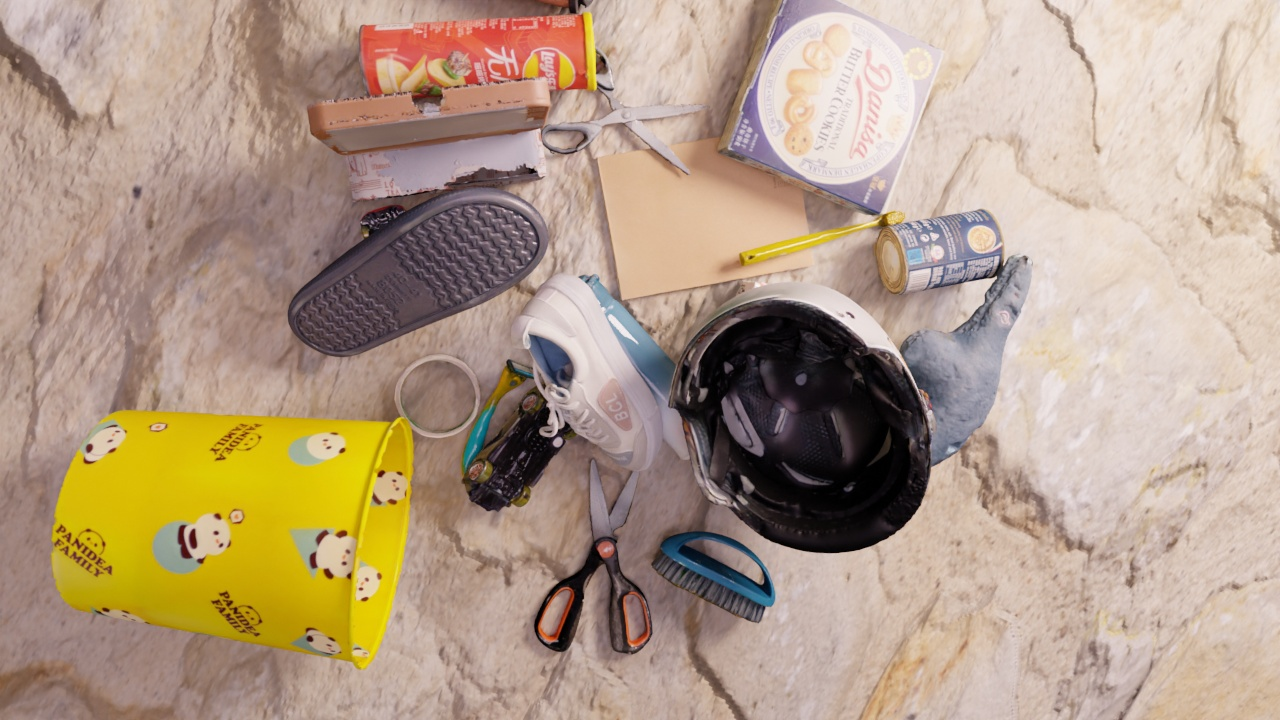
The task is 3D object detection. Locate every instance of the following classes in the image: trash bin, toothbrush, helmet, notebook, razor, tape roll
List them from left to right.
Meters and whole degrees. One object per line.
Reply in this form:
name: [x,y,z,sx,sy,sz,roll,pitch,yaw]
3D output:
trash bin: [-0.358,0.151,0.841,0.255,0.229,0.230,7,98,-5]
tape roll: [-0.208,0.036,0.943,0.085,0.014,0.086,-1,99,-8]
razor: [-0.154,0.061,0.948,0.043,0.028,0.132,22,98,-56]
notebook: [0.070,-0.154,0.956,0.211,0.012,0.149,-11,100,-7]
helmet: [0.156,0.037,0.884,0.231,0.156,0.274,-23,116,25]
toothbrush: [0.193,-0.129,0.963,0.190,0.016,0.016,-16,99,-13]

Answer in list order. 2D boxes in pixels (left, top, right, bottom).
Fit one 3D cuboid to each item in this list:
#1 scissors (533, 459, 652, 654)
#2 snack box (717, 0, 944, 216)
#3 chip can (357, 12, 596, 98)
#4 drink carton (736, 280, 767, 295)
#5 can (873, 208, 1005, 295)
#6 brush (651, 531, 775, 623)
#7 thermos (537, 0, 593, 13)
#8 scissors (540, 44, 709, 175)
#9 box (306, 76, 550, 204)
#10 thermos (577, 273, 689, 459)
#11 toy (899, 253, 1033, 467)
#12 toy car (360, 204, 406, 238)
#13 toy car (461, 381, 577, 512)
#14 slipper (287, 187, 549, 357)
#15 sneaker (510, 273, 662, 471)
scissors: [-0.050,0.224,0.993,0.204,0.021,0.224,-26,102,-3]
snack box: [0.194,-0.263,0.934,0.182,0.046,0.178,20,91,-10]
chip can: [-0.150,-0.285,0.862,0.216,0.073,0.073,-4,99,-4]
drink carton: [0.160,-0.045,0.965,0.122,0.053,0.045,20,95,-12]
can: [0.312,-0.114,0.965,0.111,0.075,0.075,-11,100,-7]
brush: [0.087,0.228,0.997,0.144,0.055,0.073,29,95,-11]
thermos: [-0.107,-0.379,0.858,0.143,0.093,0.093,6,98,-1]
scissors: [-0.020,-0.245,0.921,0.159,0.014,0.181,-39,98,-2]
box: [-0.170,-0.189,0.787,0.177,0.260,0.082,-9,99,-8]
thermos: [-0.006,0.006,0.945,0.070,0.070,0.220,-43,102,0]
toy: [0.297,0.042,0.974,0.138,0.091,0.357,41,104,-14]
toy car: [-0.239,-0.100,0.907,0.049,0.031,0.106,-19,114,-6]
toy car: [-0.118,0.087,0.945,0.158,0.042,0.070,-51,128,-3]
slipper: [-0.212,-0.095,0.858,0.269,0.083,0.111,-25,130,17]
sneaker: [-0.052,0.037,0.886,0.090,0.090,0.242,-50,132,-31]
